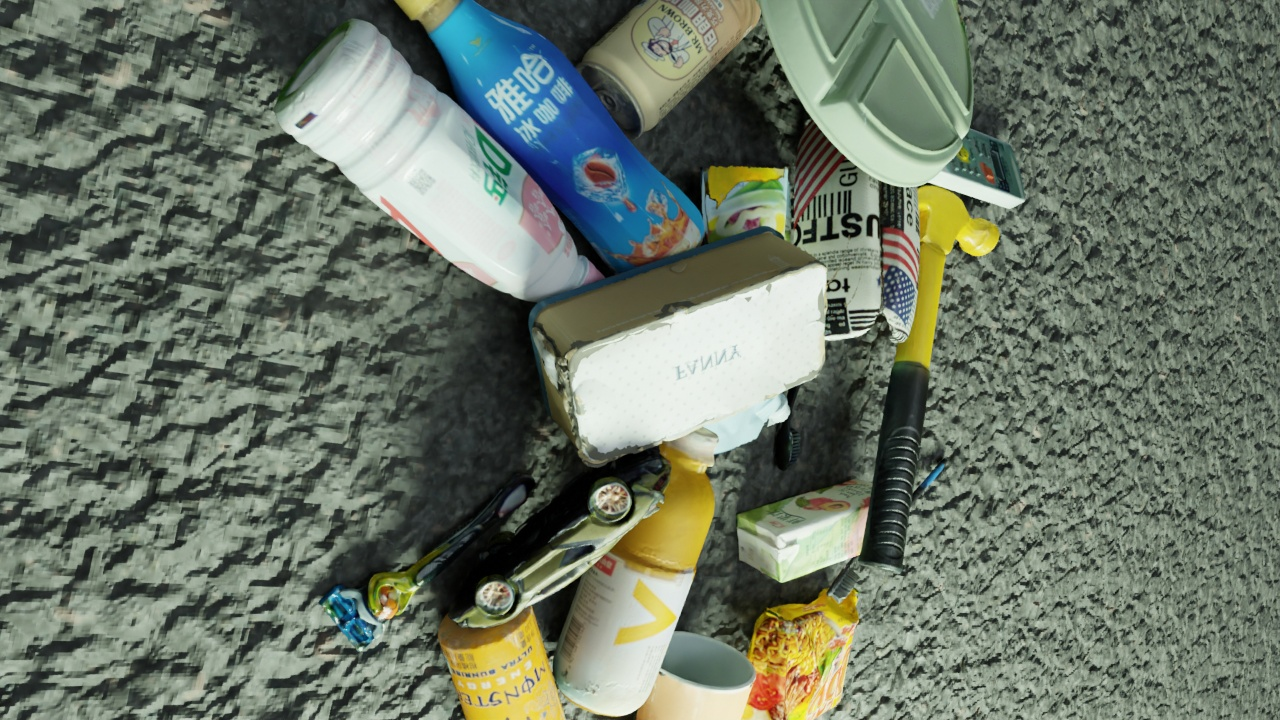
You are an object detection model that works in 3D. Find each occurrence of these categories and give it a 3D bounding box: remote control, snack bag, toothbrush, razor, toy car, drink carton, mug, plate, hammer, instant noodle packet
[{"bbox_3d":[0.252,-0.159,0.721,0.135,0.019,0.056,8,67,-34],"label":"remote control"},{"bbox_3d":[0.071,-0.035,0.626,0.110,0.039,0.191,-14,107,-54],"label":"snack bag"},{"bbox_3d":[0.206,0.134,0.744,0.189,0.016,0.014,-36,155,-35],"label":"toothbrush"},{"bbox_3d":[-0.117,0.114,0.546,0.142,0.022,0.043,-37,118,-22],"label":"razor"},{"bbox_3d":[-0.048,0.103,0.536,0.158,0.070,0.042,-38,102,9],"label":"toy car"},{"bbox_3d":[0.135,0.128,0.693,0.122,0.053,0.045,-12,106,-30],"label":"drink carton"},{"bbox_3d":[0.120,-0.011,0.682,0.017,0.014,0.189,1,98,-43],"label":"toothbrush"},{"bbox_3d":[0.030,0.264,0.641,0.078,0.078,0.123,5,101,-34],"label":"mug"},{"bbox_3d":[0.156,-0.228,0.605,0.229,0.028,0.230,13,71,-40],"label":"plate"},{"bbox_3d":[0.203,0.007,0.690,0.128,0.033,0.300,20,75,-28],"label":"hammer"},{"bbox_3d":[0.122,0.230,0.695,0.128,0.044,0.111,3,102,-53],"label":"instant noodle packet"}]

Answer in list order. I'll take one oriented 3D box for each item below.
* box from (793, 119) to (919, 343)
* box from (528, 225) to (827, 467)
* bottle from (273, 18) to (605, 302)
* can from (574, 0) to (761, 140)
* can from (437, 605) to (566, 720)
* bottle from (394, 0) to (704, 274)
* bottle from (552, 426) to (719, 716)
[{"bbox_3d":[0.159,-0.092,0.644,0.086,0.076,0.162,9,77,-42],"label":"box"},{"bbox_3d":[0.031,-0.013,0.532,0.184,0.062,0.090,-20,125,-22],"label":"box"},{"bbox_3d":[-0.096,-0.088,0.494,0.197,0.068,0.068,42,76,-32],"label":"bottle"},{"bbox_3d":[0.017,-0.191,0.553,0.116,0.059,0.058,-48,120,-17],"label":"can"},{"bbox_3d":[-0.078,0.218,0.569,0.058,0.058,0.146,-23,111,-28],"label":"can"},{"bbox_3d":[-0.049,-0.131,0.518,0.218,0.065,0.065,44,75,-30],"label":"bottle"},{"bbox_3d":[0.001,0.130,0.587,0.068,0.068,0.189,16,97,-34],"label":"bottle"}]
